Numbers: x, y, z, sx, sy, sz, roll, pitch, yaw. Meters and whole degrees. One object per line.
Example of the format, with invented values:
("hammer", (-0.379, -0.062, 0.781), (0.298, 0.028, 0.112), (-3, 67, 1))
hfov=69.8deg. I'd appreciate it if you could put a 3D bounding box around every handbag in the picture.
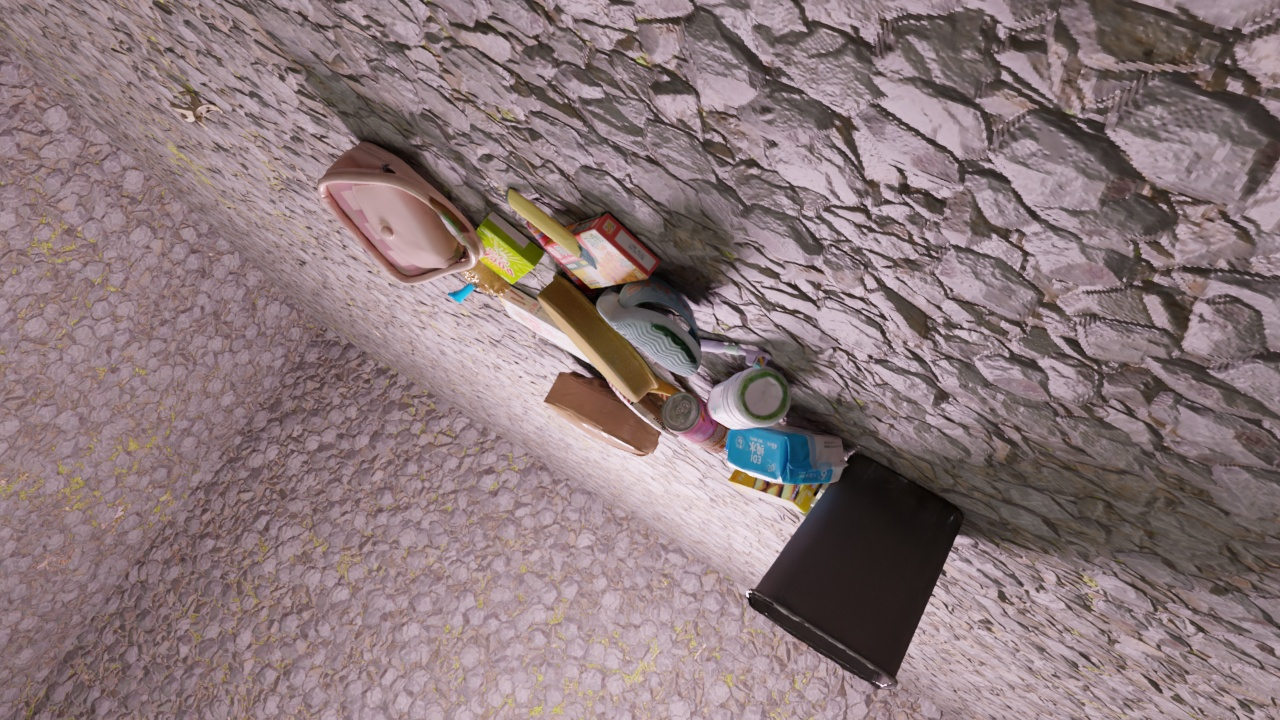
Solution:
("handbag", (-0.285, -0.180, 1.172), (0.234, 0.093, 0.193), (14, 149, 44))
("handbag", (-0.057, 0.087, 1.557), (0.205, 0.099, 0.148), (26, 171, 29))

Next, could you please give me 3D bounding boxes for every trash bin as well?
("trash bin", (0.267, 0.255, 1.128), (0.199, 0.219, 0.199), (29, 166, 17))

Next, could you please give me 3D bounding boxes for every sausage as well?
("sausage", (-0.092, -0.122, 1.093), (0.020, 0.020, 0.156), (21, 161, 43))

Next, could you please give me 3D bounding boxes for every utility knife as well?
("utility knife", (-0.100, -0.143, 0.984), (0.176, 0.019, 0.031), (45, 155, 39))

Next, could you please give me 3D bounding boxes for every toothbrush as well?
("toothbrush", (0.081, -0.014, 1.068), (0.189, 0.029, 0.021), (15, 116, 57))

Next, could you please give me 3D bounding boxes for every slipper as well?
("slipper", (0.015, -0.048, 1.006), (0.104, 0.074, 0.245), (38, -179, -18))

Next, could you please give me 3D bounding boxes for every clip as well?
("clip", (-0.735, -0.425, 1.529), (0.104, 0.076, 0.034), (14, 157, 28))

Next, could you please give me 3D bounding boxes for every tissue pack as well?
("tissue pack", (0.175, 0.115, 1.122), (0.089, 0.063, 0.140), (3, -177, -30))

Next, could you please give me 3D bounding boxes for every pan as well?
("pan", (-0.007, 0.007, 1.246), (0.198, 0.078, 0.357), (41, 172, 47))

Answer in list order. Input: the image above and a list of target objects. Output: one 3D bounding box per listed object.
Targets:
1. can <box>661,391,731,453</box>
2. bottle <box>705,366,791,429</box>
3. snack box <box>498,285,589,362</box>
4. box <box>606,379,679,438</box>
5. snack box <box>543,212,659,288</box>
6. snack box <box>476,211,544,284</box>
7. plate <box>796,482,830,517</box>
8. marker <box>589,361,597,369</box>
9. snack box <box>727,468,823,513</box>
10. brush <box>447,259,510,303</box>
("can", (0.082, 0.086, 1.250), (0.058, 0.058, 0.147), (26, 177, 30))
("bottle", (0.119, 0.048, 1.097), (0.068, 0.068, 0.197), (35, 170, -5))
("snack box", (-0.141, -0.057, 1.404), (0.157, 0.026, 0.085), (29, 165, 16))
("box", (0.002, 0.064, 1.383), (0.163, 0.076, 0.075), (40, 171, -32))
("snack box", (-0.045, -0.116, 0.993), (0.077, 0.027, 0.156), (41, 164, -19))
("snack box", (-0.181, -0.145, 1.205), (0.086, 0.026, 0.156), (38, 166, -13))
("plate", (0.300, 0.228, 1.354), (0.230, 0.027, 0.230), (32, 166, 9))
("marker", (-0.053, 0.018, 1.471), (0.145, 0.017, 0.017), (39, 165, -19))
("snack box", (0.186, 0.144, 1.210), (0.033, 0.086, 0.141), (40, 165, -26))
("brush", (-0.262, -0.117, 1.417), (0.083, 0.045, 0.255), (35, 161, -16))
